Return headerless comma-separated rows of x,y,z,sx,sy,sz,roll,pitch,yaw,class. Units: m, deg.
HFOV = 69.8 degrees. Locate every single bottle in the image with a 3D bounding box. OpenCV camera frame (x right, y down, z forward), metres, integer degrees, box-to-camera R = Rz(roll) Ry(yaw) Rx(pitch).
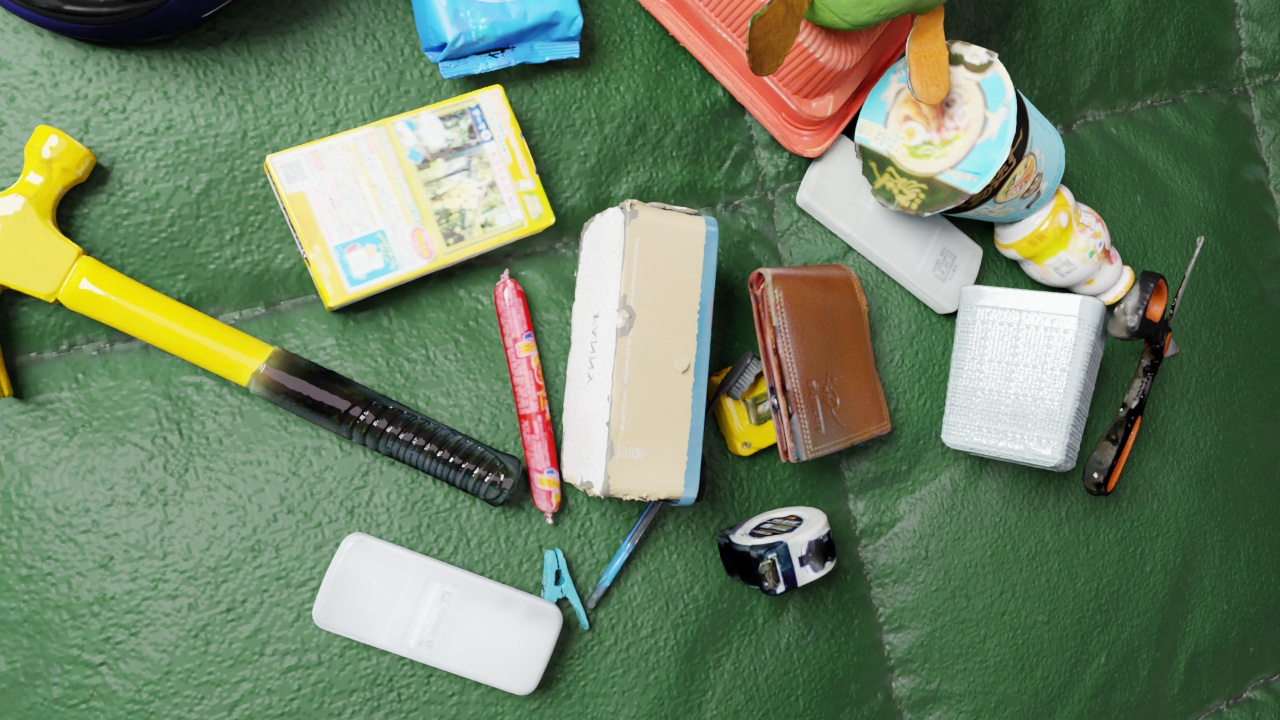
0.316,-0.083,0.680,0.108,0.063,0.063,32,77,-18,bottle

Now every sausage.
-0.066,0.022,0.549,0.020,0.020,0.156,-11,93,-22,sausage

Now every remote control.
0.177,-0.094,0.647,0.150,0.021,0.058,34,75,-17,remote control
-0.113,0.144,0.521,0.136,0.020,0.056,24,84,-13,remote control

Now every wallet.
0.115,-0.002,0.593,0.101,0.032,0.124,-12,91,-45,wallet

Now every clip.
-0.050,0.141,0.556,0.034,0.013,0.054,-11,92,-23,clip

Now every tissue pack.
-0.094,-0.245,0.526,0.094,0.052,0.157,-19,96,-21,tissue pack

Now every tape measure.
0.075,0.028,0.600,0.057,0.029,0.060,-23,97,-21,tape measure
0.090,0.119,0.583,0.066,0.066,0.033,-18,99,-19,tape measure

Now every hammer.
-0.202,0.005,0.488,0.300,0.033,0.128,28,79,-18,hammer

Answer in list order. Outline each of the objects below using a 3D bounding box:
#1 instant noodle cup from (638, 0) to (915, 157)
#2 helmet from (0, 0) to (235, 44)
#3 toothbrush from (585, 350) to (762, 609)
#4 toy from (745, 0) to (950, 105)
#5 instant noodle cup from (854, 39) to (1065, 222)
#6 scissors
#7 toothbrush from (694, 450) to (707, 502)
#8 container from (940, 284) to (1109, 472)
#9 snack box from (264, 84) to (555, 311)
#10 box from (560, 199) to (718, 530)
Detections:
0.100,-0.248,0.590,0.189,0.079,0.164,41,71,-11,instant noodle cup
-0.219,-0.316,0.380,0.247,0.241,0.315,18,83,-19,helmet
0.021,0.075,0.570,0.016,0.014,0.189,34,87,-17,toothbrush
0.134,-0.254,0.513,0.246,0.090,0.227,-22,103,-27,toy
0.224,-0.142,0.615,0.120,0.111,0.111,5,86,-43,instant noodle cup
0.368,-0.007,0.670,0.221,0.022,0.234,36,77,-53,scissors
0.029,-0.003,0.593,0.014,0.018,0.189,-2,86,-21,toothbrush
0.263,0.015,0.630,0.090,0.090,0.111,17,83,-58,container
-0.128,-0.093,0.521,0.140,0.034,0.087,-25,98,-19,snack box
-0.003,0.003,0.538,0.061,0.090,0.184,4,90,-22,box
